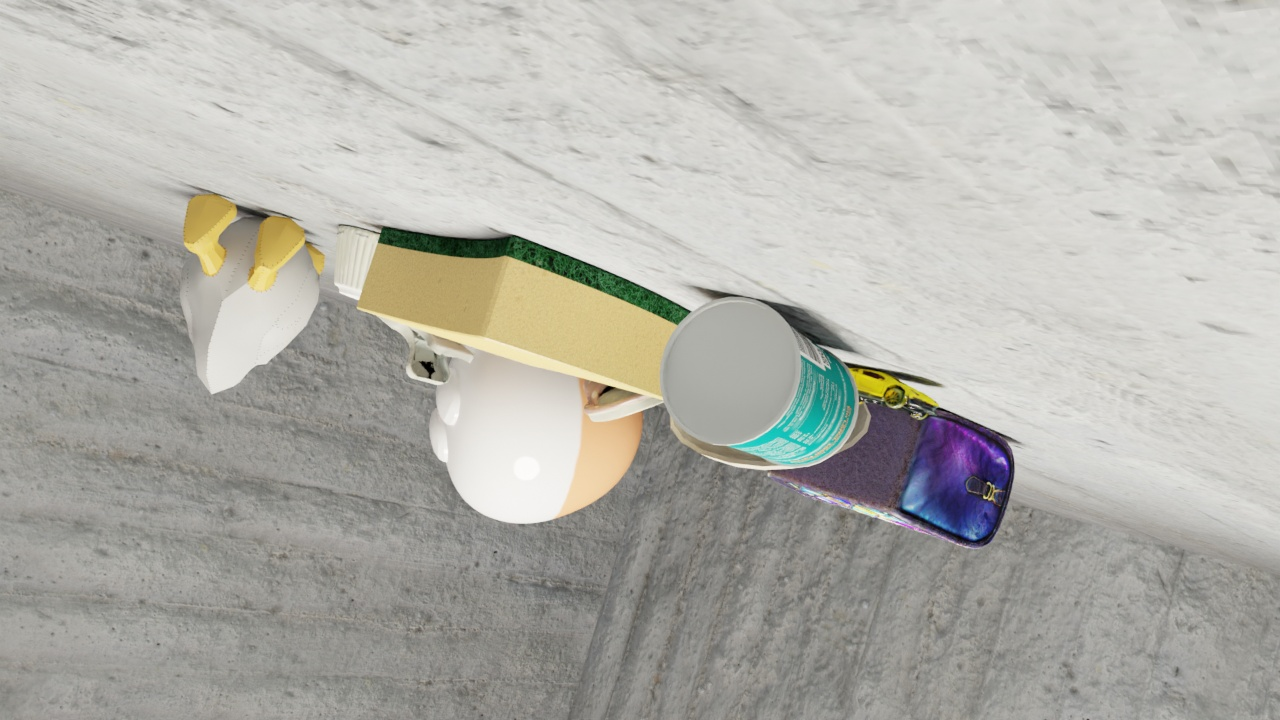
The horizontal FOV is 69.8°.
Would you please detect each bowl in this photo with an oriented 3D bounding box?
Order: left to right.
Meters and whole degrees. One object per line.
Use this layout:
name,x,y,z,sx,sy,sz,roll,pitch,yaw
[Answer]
bowl,-0.252,-0.085,0.913,0.115,0.062,0.115,17,176,1

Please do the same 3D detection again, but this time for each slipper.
slipper,-0.005,0.005,0.933,0.114,0.054,0.274,-20,-172,3

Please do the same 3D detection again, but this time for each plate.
plate,0.123,0.062,0.883,0.189,0.027,0.188,-4,-155,2

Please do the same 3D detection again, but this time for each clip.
clip,-0.247,-0.043,1.052,0.082,0.147,0.124,-33,151,28

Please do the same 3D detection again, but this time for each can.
can,0.090,0.021,0.665,0.099,0.099,0.143,15,176,30

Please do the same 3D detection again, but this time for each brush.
brush,-0.099,-0.041,0.781,0.194,0.075,0.251,20,175,-41

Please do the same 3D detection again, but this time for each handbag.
handbag,0.277,0.115,1.006,0.221,0.125,0.205,24,172,-42

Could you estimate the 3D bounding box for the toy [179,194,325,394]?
toy,-0.435,-0.076,1.043,0.141,0.246,0.268,18,154,-5

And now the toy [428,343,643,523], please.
toy,-0.123,0.069,1.173,0.280,0.264,0.265,-1,-134,-24

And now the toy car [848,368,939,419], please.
toy car,0.201,0.025,0.770,0.107,0.030,0.049,16,175,44
